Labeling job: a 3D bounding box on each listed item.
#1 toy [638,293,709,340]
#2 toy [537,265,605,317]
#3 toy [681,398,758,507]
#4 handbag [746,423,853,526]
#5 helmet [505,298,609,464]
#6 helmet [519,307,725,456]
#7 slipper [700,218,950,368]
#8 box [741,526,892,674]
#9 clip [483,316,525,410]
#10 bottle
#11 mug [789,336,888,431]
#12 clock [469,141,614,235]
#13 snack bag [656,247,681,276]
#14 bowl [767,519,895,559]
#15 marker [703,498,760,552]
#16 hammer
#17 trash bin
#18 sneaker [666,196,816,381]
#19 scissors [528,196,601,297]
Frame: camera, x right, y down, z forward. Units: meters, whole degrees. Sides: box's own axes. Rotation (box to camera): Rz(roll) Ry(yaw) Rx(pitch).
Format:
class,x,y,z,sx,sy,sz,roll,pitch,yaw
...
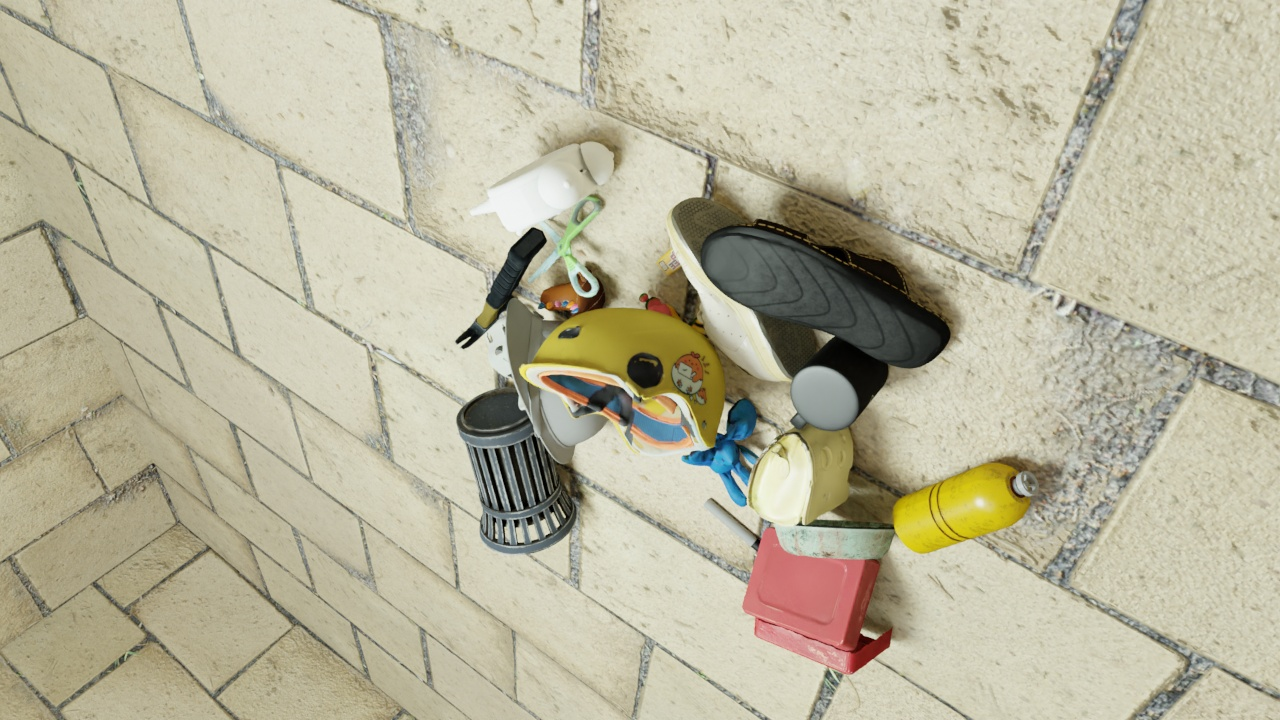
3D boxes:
class,x,y,z,sx,sy,sz,roll,pitch,yaw
toy,0.037,-0.039,1.155,0.103,0.046,0.084,22,123,22
toy,-0.095,-0.075,1.199,0.090,0.102,0.071,-5,120,21
toy,0.118,0.121,1.190,0.071,0.112,0.176,46,171,40
handbag,0.189,0.124,1.066,0.081,0.119,0.111,22,115,33
helmet,-0.086,0.021,1.252,0.118,0.183,0.271,-11,134,10
helmet,-0.006,0.006,1.073,0.240,0.139,0.210,31,160,-17
slipper,0.191,-0.076,0.946,0.268,0.075,0.113,24,133,1
box,0.236,0.308,1.217,0.157,0.153,0.168,11,108,37
clip,-0.175,-0.001,1.381,0.125,0.072,0.143,-21,99,53
bottle,0.357,0.157,0.996,0.071,0.070,0.164,49,142,-1
mug,0.207,0.033,1.003,0.078,0.087,0.114,44,132,8
clock,-0.110,-0.199,1.090,0.161,0.125,0.073,-11,114,42
snack bag,0.050,-0.128,1.084,0.026,0.020,0.099,50,142,-5
bowl,0.232,0.214,1.100,0.158,0.157,0.038,-5,80,46
marker,0.148,0.249,1.315,0.140,0.016,0.016,40,141,11
hammer,-0.180,-0.090,1.189,0.025,0.117,0.334,43,158,-4
trash bin,-0.202,0.170,1.472,0.164,0.163,0.228,15,128,35
sneaker,0.100,-0.074,1.041,0.241,0.088,0.102,54,151,-13
scissors,-0.099,-0.143,1.176,0.172,0.022,0.174,-43,69,41
